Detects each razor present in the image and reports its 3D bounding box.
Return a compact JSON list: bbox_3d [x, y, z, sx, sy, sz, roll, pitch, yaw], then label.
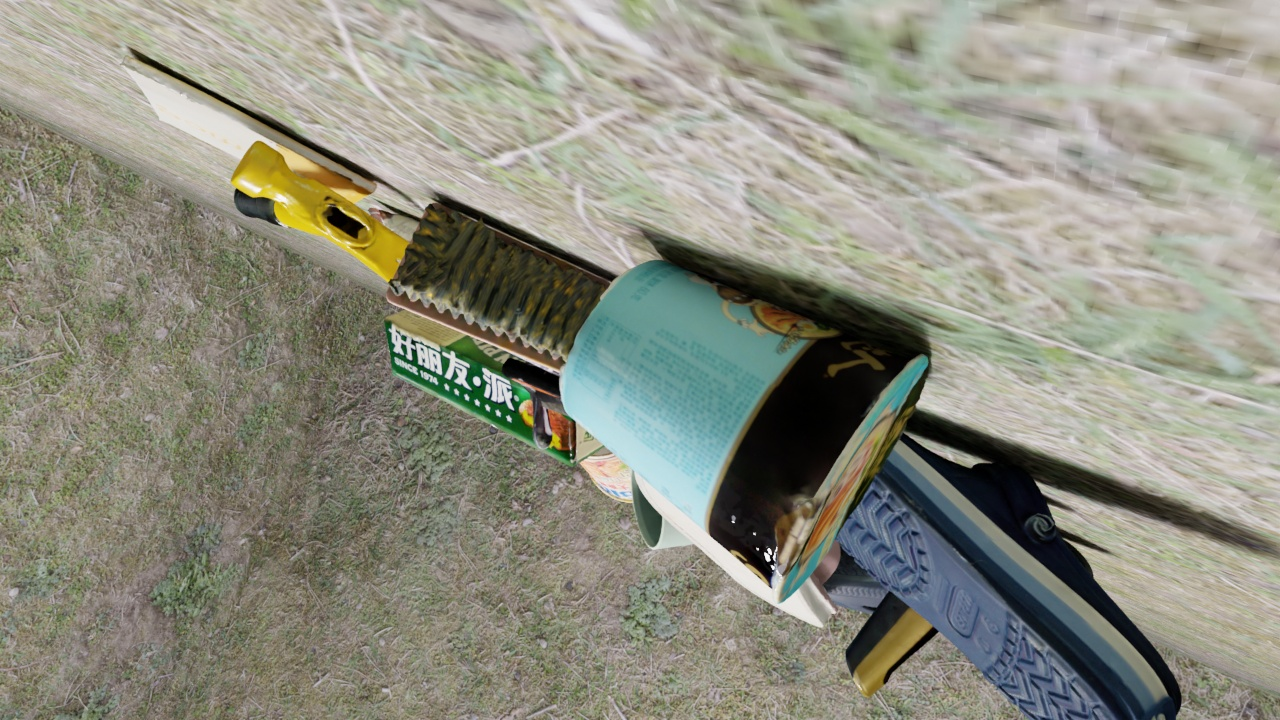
[{"bbox_3d":[0.198,0.153,0.601,0.067,0.167,0.062,43,-176,31],"label":"razor"},{"bbox_3d":[-0.082,-0.002,0.695,0.022,0.142,0.042,-17,162,15],"label":"razor"}]

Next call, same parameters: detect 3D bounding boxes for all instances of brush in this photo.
[{"bbox_3d":[-0.066,-0.034,0.523,0.145,0.063,0.073,23,172,0],"label":"brush"}]

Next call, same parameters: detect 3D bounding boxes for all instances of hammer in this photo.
[{"bbox_3d":[-0.247,-0.107,0.651,0.128,0.033,0.301,35,172,-34],"label":"hammer"}]

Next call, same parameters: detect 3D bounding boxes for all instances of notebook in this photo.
[{"bbox_3d":[-0.254,-0.141,0.607,0.145,0.010,0.206,27,175,-23],"label":"notebook"}]

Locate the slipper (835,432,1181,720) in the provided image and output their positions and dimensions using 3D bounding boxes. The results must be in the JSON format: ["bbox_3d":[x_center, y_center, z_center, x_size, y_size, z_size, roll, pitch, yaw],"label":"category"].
[{"bbox_3d":[0.181,0.093,0.497,0.253,0.095,0.105,46,157,44],"label":"slipper"}]

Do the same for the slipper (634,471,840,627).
[{"bbox_3d":[0.078,0.114,0.618,0.114,0.054,0.274,19,159,35],"label":"slipper"}]

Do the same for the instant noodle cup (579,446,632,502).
[{"bbox_3d":[-0.018,0.071,1.021,0.151,0.151,0.111,22,167,32],"label":"instant noodle cup"}]

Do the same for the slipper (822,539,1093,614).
[{"bbox_3d":[0.230,0.184,0.762,0.268,0.083,0.110,5,-153,2],"label":"slipper"}]

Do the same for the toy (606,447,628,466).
[{"bbox_3d":[0.043,0.082,0.839,0.226,0.082,0.143,5,163,-4],"label":"toy"}]

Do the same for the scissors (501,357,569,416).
[{"bbox_3d":[-0.029,0.026,0.522,0.125,0.021,0.235,25,175,-7],"label":"scissors"}]

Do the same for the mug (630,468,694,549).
[{"bbox_3d":[0.057,0.095,0.711,0.106,0.082,0.112,-5,156,-16],"label":"mug"}]

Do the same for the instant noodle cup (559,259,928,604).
[{"bbox_3d":[0.035,0.018,0.373,0.120,0.111,0.111,32,179,21],"label":"instant noodle cup"}]

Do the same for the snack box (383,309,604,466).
[{"bbox_3d":[-0.106,0.002,0.803,0.240,0.063,0.114,22,-144,34],"label":"snack box"}]

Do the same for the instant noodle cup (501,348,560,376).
[{"bbox_3d":[-0.004,0.004,0.639,0.173,0.060,0.138,28,175,-21],"label":"instant noodle cup"}]

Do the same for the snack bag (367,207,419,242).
[{"bbox_3d":[-0.144,-0.078,0.642,0.104,0.026,0.048,23,156,29],"label":"snack bag"}]

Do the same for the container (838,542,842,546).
[{"bbox_3d":[0.182,0.108,0.688,0.090,0.090,0.111,29,177,-44],"label":"container"}]
